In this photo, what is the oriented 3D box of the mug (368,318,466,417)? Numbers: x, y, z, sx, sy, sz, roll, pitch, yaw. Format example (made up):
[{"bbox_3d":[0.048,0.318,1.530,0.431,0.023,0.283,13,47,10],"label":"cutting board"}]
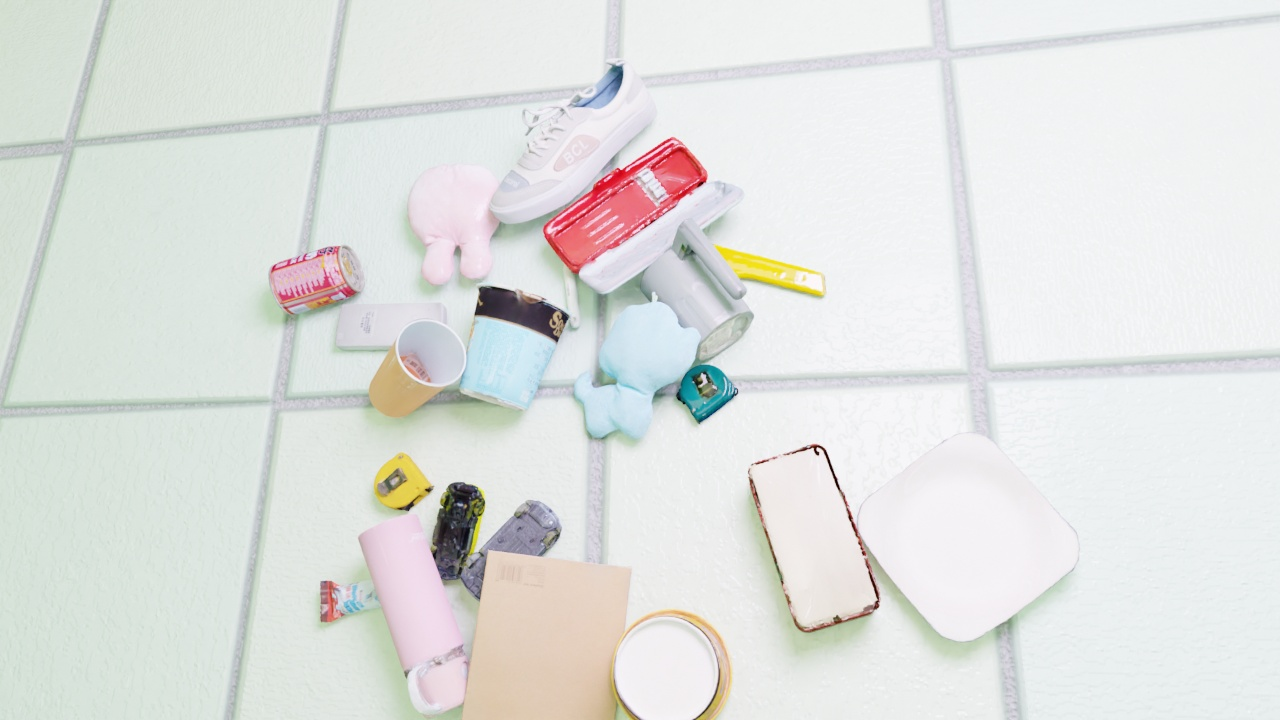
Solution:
[{"bbox_3d":[-0.251,0.014,1.009,0.078,0.123,0.078,16,59,-29],"label":"mug"}]

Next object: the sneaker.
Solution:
[{"bbox_3d":[-0.088,-0.260,1.070,0.242,0.091,0.089,-43,43,-11],"label":"sneaker"}]

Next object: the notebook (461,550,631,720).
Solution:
[{"bbox_3d":[-0.094,0.302,0.910,0.149,0.012,0.211,8,72,-3],"label":"notebook"}]

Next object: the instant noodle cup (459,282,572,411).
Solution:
[{"bbox_3d":[-0.146,-0.011,1.011,0.111,0.111,0.120,14,80,17],"label":"instant noodle cup"}]

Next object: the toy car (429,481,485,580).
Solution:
[{"bbox_3d":[-0.195,0.183,0.988,0.048,0.032,0.105,11,85,16],"label":"toy car"}]

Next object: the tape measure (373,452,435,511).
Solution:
[{"bbox_3d":[-0.268,0.137,1.021,0.057,0.029,0.060,-41,67,-3],"label":"tape measure"}]

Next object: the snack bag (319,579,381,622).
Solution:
[{"bbox_3d":[-0.294,0.252,0.988,0.104,0.026,0.048,-9,78,9],"label":"snack bag"}]

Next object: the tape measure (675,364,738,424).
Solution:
[{"bbox_3d":[0.069,0.032,0.987,0.058,0.025,0.054,-36,68,-3],"label":"tape measure"}]

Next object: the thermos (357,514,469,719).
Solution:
[{"bbox_3d":[-0.230,0.259,0.930,0.067,0.087,0.198,-26,74,14],"label":"thermos"}]

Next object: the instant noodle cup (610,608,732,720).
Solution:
[{"bbox_3d":[0.026,0.288,0.850,0.118,0.114,0.118,-2,72,5],"label":"instant noodle cup"}]

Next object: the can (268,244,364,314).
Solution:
[{"bbox_3d":[-0.390,-0.099,1.111,0.094,0.066,0.066,-16,68,7],"label":"can"}]

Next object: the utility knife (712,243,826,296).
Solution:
[{"bbox_3d":[0.134,-0.100,1.025,0.154,0.015,0.033,17,82,16],"label":"utility knife"}]

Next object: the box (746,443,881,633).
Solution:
[{"bbox_3d":[0.164,0.171,0.888,0.091,0.077,0.168,-18,67,5],"label":"box"}]

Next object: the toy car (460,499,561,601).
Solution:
[{"bbox_3d":[-0.135,0.202,0.965,0.054,0.037,0.120,39,76,17],"label":"toy car"}]

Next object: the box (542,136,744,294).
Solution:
[{"bbox_3d":[0.003,-0.160,1.042,0.201,0.065,0.160,-36,53,-8],"label":"box"}]

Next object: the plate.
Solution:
[{"bbox_3d":[0.309,0.168,0.881,0.163,0.034,0.164,-35,68,-2],"label":"plate"}]

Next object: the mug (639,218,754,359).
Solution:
[{"bbox_3d":[0.065,-0.074,0.975,0.083,0.124,0.103,-26,67,-24],"label":"mug"}]

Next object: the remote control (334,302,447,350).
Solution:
[{"bbox_3d":[-0.297,-0.040,1.095,0.135,0.019,0.056,-1,71,12],"label":"remote control"}]

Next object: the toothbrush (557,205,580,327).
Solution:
[{"bbox_3d":[-0.088,-0.125,1.079,0.029,0.020,0.189,-14,69,13],"label":"toothbrush"}]

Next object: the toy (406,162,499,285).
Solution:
[{"bbox_3d":[-0.224,-0.165,1.105,0.121,0.054,0.159,-6,72,9],"label":"toy"}]

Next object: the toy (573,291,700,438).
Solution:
[{"bbox_3d":[-0.006,0.006,0.977,0.162,0.049,0.156,-1,90,33],"label":"toy"}]
